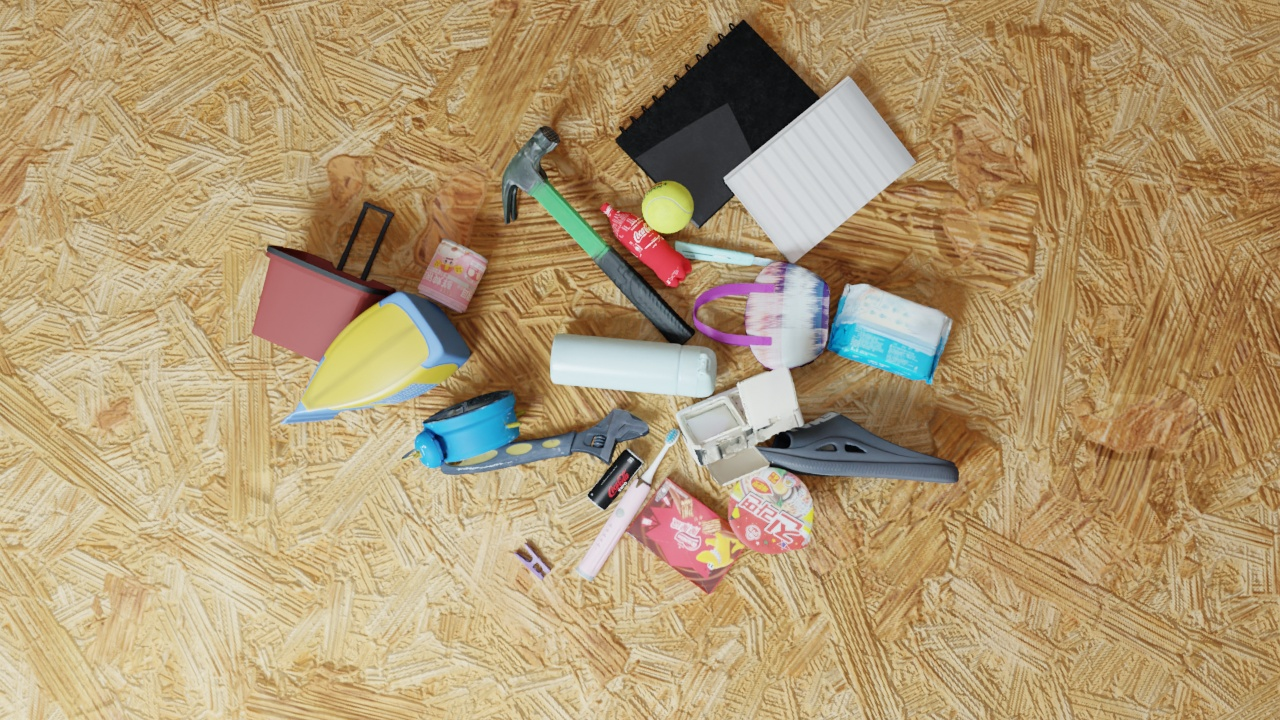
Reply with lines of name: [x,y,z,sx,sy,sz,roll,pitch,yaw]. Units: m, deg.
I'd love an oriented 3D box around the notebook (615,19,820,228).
notebook: [0.102,-0.312,1.200,0.231,0.019,0.169,-43,88,-1]

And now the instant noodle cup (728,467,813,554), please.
instant noodle cup: [0.152,0.178,1.124,0.100,0.112,0.100,0,87,1]

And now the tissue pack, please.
tissue pack: [0.311,-0.036,1.157,0.144,0.062,0.093,19,86,0]

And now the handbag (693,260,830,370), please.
handbag: [0.152,-0.056,1.168,0.170,0.068,0.144,3,86,8]

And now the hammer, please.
hammer: [-0.051,-0.138,1.169,0.319,0.032,0.130,46,121,-3]

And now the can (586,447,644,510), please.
can: [-0.032,0.151,1.171,0.031,0.031,0.080,40,89,3]

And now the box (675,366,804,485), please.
box: [0.120,0.061,1.093,0.145,0.186,0.101,-23,105,-5]

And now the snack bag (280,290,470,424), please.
snack bag: [-0.327,0.014,1.124,0.205,0.159,0.102,-36,87,1]

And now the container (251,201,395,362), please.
container: [-0.386,-0.107,1.155,0.148,0.127,0.201,23,94,3]

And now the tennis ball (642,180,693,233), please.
tennis ball: [0.035,-0.194,1.160,0.065,0.065,0.065,0,87,1]

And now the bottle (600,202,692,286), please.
bottle: [0.004,-0.152,1.181,0.141,0.042,0.042,42,89,4]

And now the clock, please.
clock: [-0.223,0.087,1.141,0.161,0.116,0.060,-20,98,1]

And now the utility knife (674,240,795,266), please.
utility knife: [0.122,-0.135,1.191,0.158,0.015,0.022,8,125,1]

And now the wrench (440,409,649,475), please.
wrench: [-0.123,0.111,1.172,0.273,0.022,0.073,-10,57,5]

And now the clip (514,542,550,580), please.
clip: [-0.137,0.258,1.178,0.052,0.013,0.036,43,90,1]

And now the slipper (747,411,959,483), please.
slipper: [0.259,0.105,1.130,0.268,0.111,0.083,5,84,-1]

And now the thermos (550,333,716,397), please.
thermos: [-0.007,0.007,1.158,0.207,0.078,0.065,5,71,4]

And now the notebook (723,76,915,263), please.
notebook: [0.232,-0.246,1.188,0.210,0.009,0.142,-39,94,-1]

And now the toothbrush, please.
toothbrush: [-0.013,0.181,1.172,0.027,0.026,0.222,32,88,23]

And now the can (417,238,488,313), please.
can: [-0.240,-0.107,1.173,0.067,0.067,0.076,25,86,3]

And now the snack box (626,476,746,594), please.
snack box: [0.060,0.223,1.170,0.133,0.021,0.089,36,88,3]
